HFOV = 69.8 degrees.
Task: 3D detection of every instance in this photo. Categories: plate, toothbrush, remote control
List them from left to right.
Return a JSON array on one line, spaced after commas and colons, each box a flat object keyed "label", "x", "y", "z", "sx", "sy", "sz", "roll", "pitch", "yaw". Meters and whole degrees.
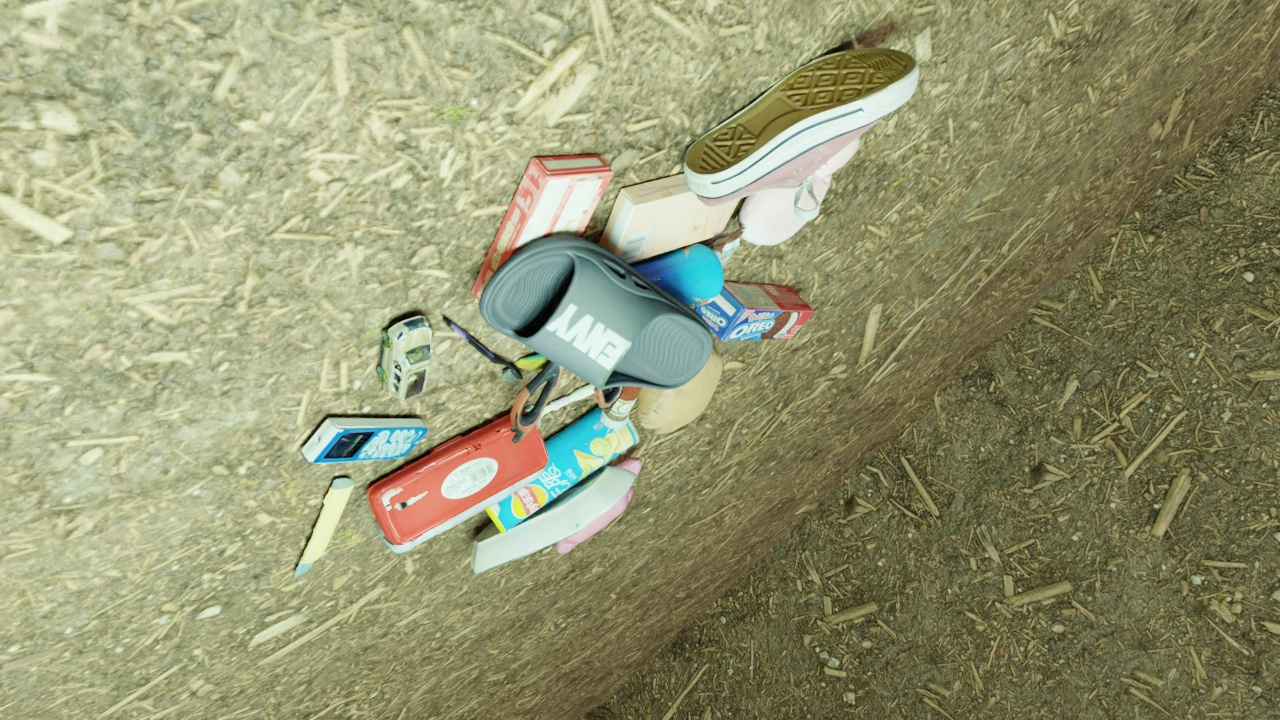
[{"label": "remote control", "x": -0.260, "y": 0.074, "z": 0.875, "sx": 0.049, "sy": 0.024, "sz": 0.124, "roll": -46, "pitch": 158, "yaw": 18}, {"label": "toothbrush", "x": -0.154, "y": -0.008, "z": 0.898, "sx": 0.017, "sy": 0.014, "sz": 0.189, "roll": -28, "pitch": 158, "yaw": 5}, {"label": "plate", "x": -0.124, "y": 0.202, "z": 1.208, "sx": 0.266, "sy": 0.034, "sz": 0.161, "roll": -28, "pitch": -172, "yaw": 33}, {"label": "toothbrush", "x": -0.060, "y": 0.036, "z": 1.121, "sx": 0.189, "sy": 0.029, "sz": 0.020, "roll": -25, "pitch": -163, "yaw": -34}]

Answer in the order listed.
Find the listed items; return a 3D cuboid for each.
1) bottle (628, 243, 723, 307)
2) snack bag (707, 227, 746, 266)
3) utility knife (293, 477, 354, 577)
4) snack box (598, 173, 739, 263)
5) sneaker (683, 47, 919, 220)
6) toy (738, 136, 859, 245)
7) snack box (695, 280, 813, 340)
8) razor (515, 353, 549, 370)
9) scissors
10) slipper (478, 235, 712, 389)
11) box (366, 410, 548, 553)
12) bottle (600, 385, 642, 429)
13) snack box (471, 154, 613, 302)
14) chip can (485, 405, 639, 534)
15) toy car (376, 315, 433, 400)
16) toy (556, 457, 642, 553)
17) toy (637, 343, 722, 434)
[{"label": "bottle", "x": -0.013, "y": -0.064, "z": 0.911, "sx": 0.218, "sy": 0.065, "sz": 0.065, "roll": -20, "pitch": 152, "yaw": -36}, {"label": "snack bag", "x": 0.083, "y": -0.116, "z": 1.009, "sx": 0.045, "sy": 0.026, "sz": 0.105, "roll": -26, "pitch": 171, "yaw": -21}, {"label": "utility knife", "x": -0.335, "y": 0.179, "z": 0.969, "sx": 0.030, "sy": 0.019, "sz": 0.179, "roll": -8, "pitch": 137, "yaw": -45}, {"label": "snack box", "x": 0.033, "y": -0.144, "z": 0.903, "sx": 0.156, "sy": 0.026, "sz": 0.085, "roll": -22, "pitch": 153, "yaw": -36}, {"label": "sneaker", "x": 0.154, "y": -0.208, "z": 0.867, "sx": 0.241, "sy": 0.118, "sz": 0.088, "roll": -31, "pitch": 140, "yaw": -4}, {"label": "toy", "x": 0.170, "y": -0.187, "z": 0.994, "sx": 0.121, "sy": 0.054, "sz": 0.160, "roll": -13, "pitch": 150, "yaw": -51}, {"label": "snack box", "x": 0.152, "y": -0.065, "z": 1.204, "sx": 0.207, "sy": 0.058, "sz": 0.057, "roll": -3, "pitch": 136, "yaw": -56}, {"label": "razor", "x": -0.075, "y": -0.012, "z": 0.997, "sx": 0.132, "sy": 0.028, "sz": 0.043, "roll": -21, "pitch": 156, "yaw": -34}, {"label": "scissors", "x": -0.070, "y": -0.001, "z": 0.972, "sx": 0.188, "sy": 0.015, "sz": 0.225, "roll": 7, "pitch": 118, "yaw": -48}, {"label": "slipper", "x": -0.017, "y": -0.026, "z": 0.827, "sx": 0.267, "sy": 0.083, "sz": 0.111, "roll": 22, "pitch": 108, "yaw": -43}, {"label": "box", "x": -0.211, "y": 0.126, "z": 1.037, "sx": 0.200, "sy": 0.100, "sz": 0.095, "roll": -28, "pitch": 115, "yaw": -23}, {"label": "bottle", "x": -0.006, "y": 0.006, "z": 1.075, "sx": 0.059, "sy": 0.060, "sz": 0.207, "roll": -22, "pitch": 149, "yaw": -36}, {"label": "snack box", "x": -0.086, "y": -0.108, "z": 0.789, "sx": 0.075, "sy": 0.025, "sz": 0.153, "roll": -16, "pitch": 149, "yaw": -44}, {"label": "chip can", "x": -0.106, "y": 0.132, "z": 1.167, "sx": 0.210, "sy": 0.071, "sz": 0.071, "roll": -33, "pitch": 158, "yaw": -14}, {"label": "toy car", "x": -0.203, "y": -0.003, "z": 0.802, "sx": 0.042, "sy": 0.035, "sz": 0.091, "roll": -24, "pitch": 152, "yaw": -35}, {"label": "toy", "x": -0.072, "y": 0.211, "z": 1.372, "sx": 0.194, "sy": 0.074, "sz": 0.179, "roll": -40, "pitch": 156, "yaw": -7}, {"label": "toy", "x": 0.058, "y": 0.037, "z": 1.233, "sx": 0.143, "sy": 0.082, "sz": 0.226, "roll": -46, "pitch": 167, "yaw": 0}]
